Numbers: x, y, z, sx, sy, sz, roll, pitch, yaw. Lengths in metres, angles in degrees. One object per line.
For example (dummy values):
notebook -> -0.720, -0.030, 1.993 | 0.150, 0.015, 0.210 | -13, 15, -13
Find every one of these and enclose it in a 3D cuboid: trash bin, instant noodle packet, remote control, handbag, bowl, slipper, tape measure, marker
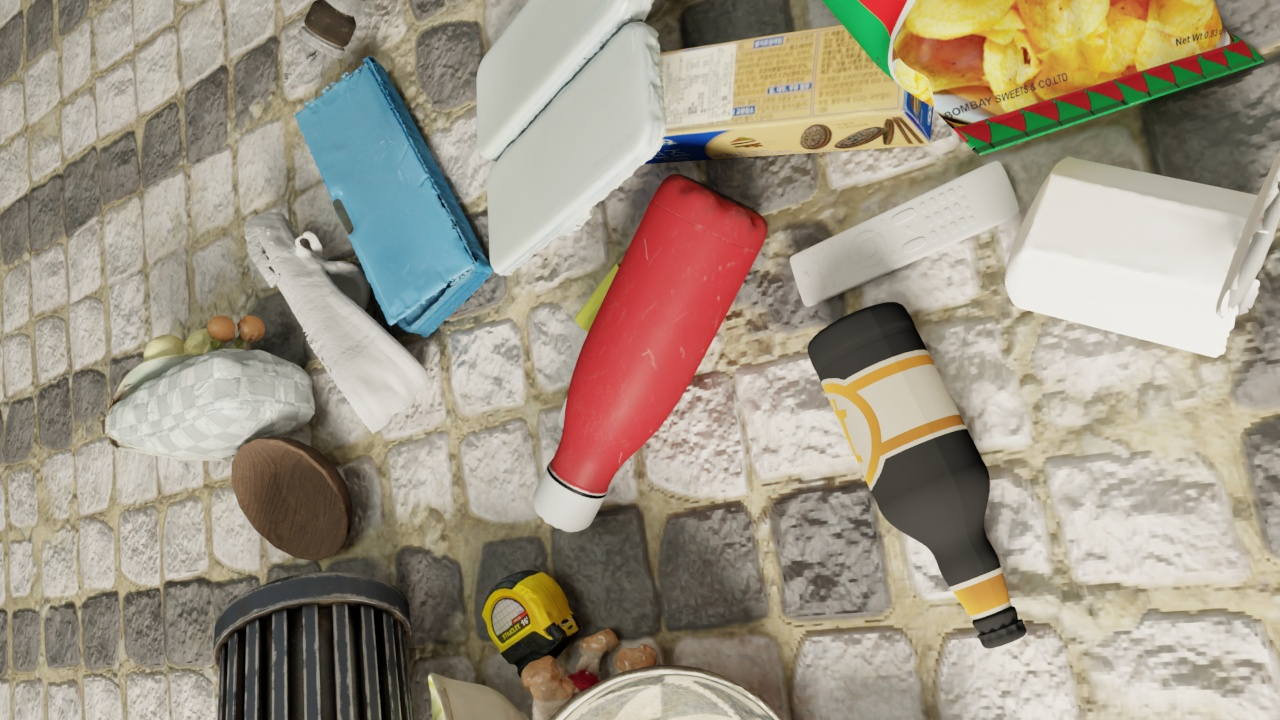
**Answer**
trash bin -> -0.219, 0.275, 0.624 | 0.165, 0.164, 0.227 | -41, 46, 24
instant noodle packet -> 0.155, -0.212, 0.446 | 0.252, 0.195, 0.090 | 59, 154, 22
remote control -> 0.148, -0.070, 0.525 | 0.131, 0.012, 0.033 | -24, 72, 30
handbag -> -0.368, 0.024, 0.801 | 0.172, 0.112, 0.123 | -16, 70, 31
bowl -> -0.286, 0.111, 0.769 | 0.118, 0.030, 0.118 | 10, 117, 19
slipper -> -0.255, -0.045, 0.752 | 0.247, 0.074, 0.112 | 44, 148, 31
bowl -> 0.009, 0.260, 0.532 | 0.178, 0.081, 0.178 | 1, 87, -9
bowl -> -0.093, 0.292, 0.596 | 0.188, 0.060, 0.220 | -120, 27, -46
tape measure -> -0.076, 0.178, 0.638 | 0.064, 0.037, 0.066 | 51, 126, 20
marker -> -0.001, -0.069, 0.619 | 0.124, 0.017, 0.021 | -50, 18, 18

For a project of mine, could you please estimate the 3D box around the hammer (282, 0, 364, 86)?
hammer -> -0.207, -0.360, 0.740 | 0.177, 0.079, 0.327 | 43, 109, 28

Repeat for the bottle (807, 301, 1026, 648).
bottle -> 0.151, 0.061, 0.486 | 0.059, 0.059, 0.181 | -31, 70, 27

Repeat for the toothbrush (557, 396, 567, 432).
toothbrush -> -0.020, -0.021, 0.619 | 0.014, 0.016, 0.167 | 37, 113, 37

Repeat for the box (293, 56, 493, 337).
box -> -0.205, -0.136, 0.738 | 0.093, 0.052, 0.231 | -39, 67, 24

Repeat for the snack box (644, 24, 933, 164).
snack box -> 0.071, -0.158, 0.558 | 0.207, 0.057, 0.056 | 4, 87, 34

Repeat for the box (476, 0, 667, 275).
box -> -0.055, -0.173, 0.608 | 0.209, 0.037, 0.188 | -26, 59, 51

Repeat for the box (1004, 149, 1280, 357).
box -> 0.215, -0.057, 0.400 | 0.106, 0.150, 0.080 | 21, 86, 30

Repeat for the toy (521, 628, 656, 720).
toy -> -0.037, 0.233, 0.587 | 0.074, 0.085, 0.106 | 2, 97, 54

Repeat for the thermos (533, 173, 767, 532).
thermos -> -0.003, 0.003, 0.583 | 0.073, 0.073, 0.240 | 35, 106, 30
